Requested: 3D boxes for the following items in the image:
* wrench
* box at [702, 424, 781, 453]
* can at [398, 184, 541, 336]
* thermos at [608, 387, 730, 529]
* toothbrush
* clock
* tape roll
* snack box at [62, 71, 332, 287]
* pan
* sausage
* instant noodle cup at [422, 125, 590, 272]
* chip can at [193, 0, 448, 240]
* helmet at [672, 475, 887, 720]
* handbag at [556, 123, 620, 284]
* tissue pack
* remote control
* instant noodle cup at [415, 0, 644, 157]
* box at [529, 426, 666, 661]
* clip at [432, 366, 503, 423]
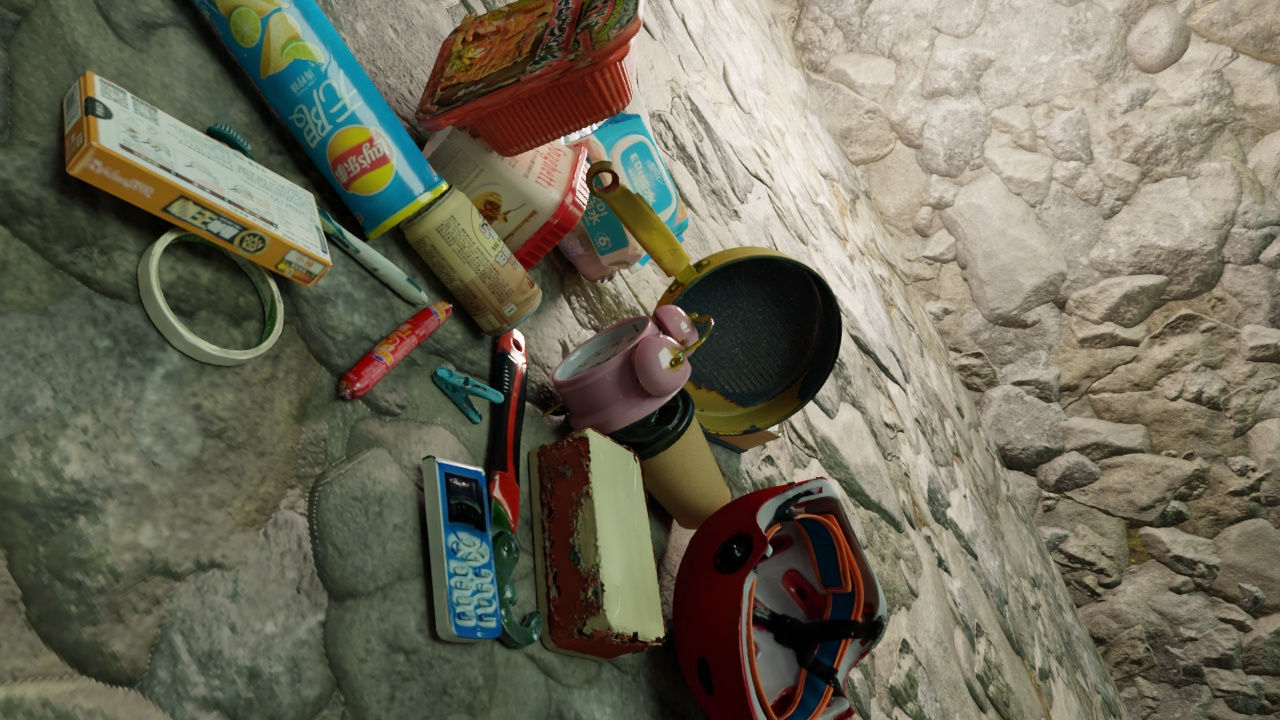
[{"bbox_3d":[-0.100,0.083,0.704,0.056,0.016,0.272,35,38,-44],"label":"wrench"},{"bbox_3d":[0.091,0.044,1.046,0.184,0.060,0.089,27,44,-48],"label":"box"},{"bbox_3d":[-0.134,-0.079,0.735,0.116,0.059,0.058,53,29,-23],"label":"can"},{"bbox_3d":[0.028,0.091,0.862,0.143,0.093,0.092,58,26,-32],"label":"thermos"},{"bbox_3d":[-0.220,-0.098,0.645,0.191,0.016,0.018,43,23,-36],"label":"toothbrush"},{"bbox_3d":[-0.005,0.005,0.788,0.060,0.159,0.117,59,26,-17],"label":"clock"},{"bbox_3d":[-0.249,-0.038,0.538,0.086,0.014,0.085,42,33,-37],"label":"tape roll"},{"bbox_3d":[-0.257,-0.104,0.545,0.153,0.026,0.075,31,25,-49],"label":"snack box"},{"bbox_3d":[0.059,-0.060,0.853,0.357,0.198,0.078,46,7,-31],"label":"pan"},{"bbox_3d":[-0.172,-0.011,0.653,0.020,0.020,0.155,57,27,-14],"label":"sausage"},{"bbox_3d":[-0.120,-0.154,0.782,0.124,0.117,0.116,37,36,-23],"label":"instant noodle cup"},{"bbox_3d":[-0.226,-0.191,0.649,0.210,0.071,0.071,56,27,-17],"label":"chip can"},{"bbox_3d":[0.103,0.228,0.816,0.239,0.144,0.207,-50,120,-41],"label":"helmet"},{"bbox_3d":[-0.074,-0.184,0.922,0.194,0.076,0.133,51,34,-24],"label":"handbag"},{"bbox_3d":[-0.013,-0.160,0.869,0.089,0.063,0.140,-39,109,-42],"label":"tissue pack"},{"bbox_3d":[-0.122,0.126,0.617,0.049,0.024,0.124,26,46,-51],"label":"remote control"},{"bbox_3d":[-0.073,-0.229,0.704,0.164,0.189,0.079,-86,153,-46],"label":"instant noodle cup"},{"bbox_3d":[-0.029,0.140,0.717,0.091,0.076,0.168,33,39,-48],"label":"box"},{"bbox_3d":[-0.133,0.023,0.691,0.054,0.033,0.013,38,32,-19],"label":"clip"}]
